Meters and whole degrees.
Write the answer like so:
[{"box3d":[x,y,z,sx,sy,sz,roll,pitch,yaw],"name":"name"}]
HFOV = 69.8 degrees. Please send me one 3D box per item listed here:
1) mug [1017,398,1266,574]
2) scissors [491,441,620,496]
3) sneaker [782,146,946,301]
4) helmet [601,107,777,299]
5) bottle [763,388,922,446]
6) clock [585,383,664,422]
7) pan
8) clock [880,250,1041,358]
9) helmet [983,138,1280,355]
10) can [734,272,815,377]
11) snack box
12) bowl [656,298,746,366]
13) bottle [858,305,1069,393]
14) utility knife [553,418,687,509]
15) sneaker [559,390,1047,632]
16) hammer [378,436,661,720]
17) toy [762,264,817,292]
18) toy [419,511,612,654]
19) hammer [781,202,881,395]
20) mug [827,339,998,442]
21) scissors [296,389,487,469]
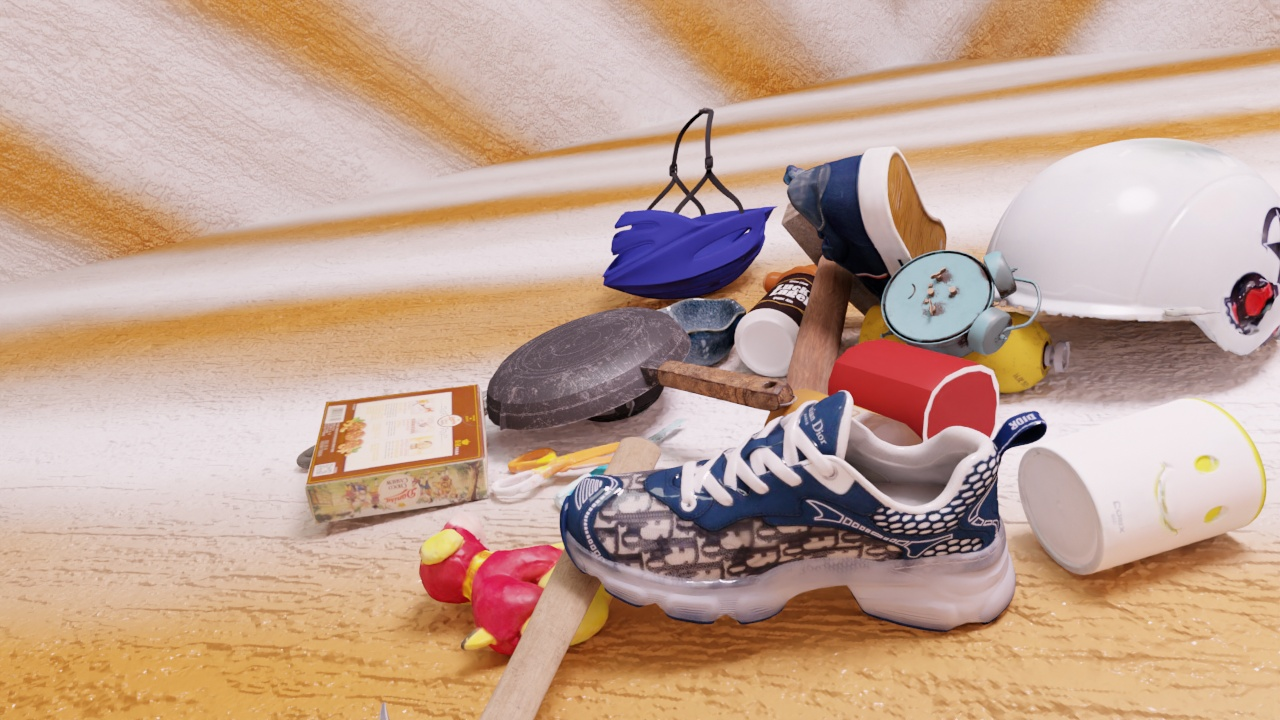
[{"box3d":[0.297,0.075,0.550,0.106,0.082,0.082,-15,21,-9],"name":"mug"},{"box3d":[-0.067,0.090,0.758,0.133,0.012,0.083,-10,19,32],"name":"scissors"},{"box3d":[0.214,-0.109,0.869,0.127,0.120,0.294,-1,-18,32],"name":"sneaker"},{"box3d":[0.052,-0.191,1.150,0.241,0.228,0.148,-15,12,-15],"name":"helmet"},{"box3d":[0.159,0.071,0.647,0.067,0.068,0.157,-22,24,-26],"name":"bottle"},{"box3d":[-0.021,0.024,0.885,0.091,0.044,0.122,-6,24,26],"name":"clock"},{"box3d":[-0.005,0.005,0.800,0.207,0.040,0.358,-34,24,-33],"name":"pan"},{"box3d":[0.259,-0.044,0.744,0.124,0.053,0.090,3,65,36],"name":"clock"},{"box3d":[0.423,-0.108,0.785,0.263,0.164,0.237,-3,14,-30],"name":"helmet"},{"box3d":[0.148,-0.038,0.926,0.072,0.072,0.128,1,24,28],"name":"can"},{"box3d":[-0.210,0.077,0.812,0.147,0.041,0.143,-7,26,-9],"name":"snack box"},{"box3d":[0.057,-0.025,0.959,0.110,0.055,0.110,-10,22,4],"name":"bowl"},{"box3d":[0.280,-0.009,0.794,0.164,0.071,0.070,6,27,37],"name":"bottle"},{"box3d":[-0.011,0.082,0.772,0.158,0.015,0.022,-30,29,-37],"name":"utility knife"},{"box3d":[0.088,0.073,0.527,0.269,0.133,0.103,3,31,3],"name":"sneaker"},{"box3d":[-0.042,0.138,0.537,0.119,0.031,0.330,14,34,10],"name":"hammer"},{"box3d":[0.191,-0.079,1.046,0.095,0.065,0.127,11,20,28],"name":"toy"},{"box3d":[-0.084,0.148,0.593,0.137,0.067,0.105,12,31,21],"name":"toy"},{"box3d":[0.174,-0.028,0.855,0.037,0.158,0.299,-31,21,36],"name":"hammer"},{"box3d":[0.221,0.029,0.712,0.116,0.080,0.097,-15,20,-30],"name":"mug"},{"box3d":[-0.217,0.074,0.894,0.224,0.016,0.166,-19,23,-21],"name":"scissors"}]
